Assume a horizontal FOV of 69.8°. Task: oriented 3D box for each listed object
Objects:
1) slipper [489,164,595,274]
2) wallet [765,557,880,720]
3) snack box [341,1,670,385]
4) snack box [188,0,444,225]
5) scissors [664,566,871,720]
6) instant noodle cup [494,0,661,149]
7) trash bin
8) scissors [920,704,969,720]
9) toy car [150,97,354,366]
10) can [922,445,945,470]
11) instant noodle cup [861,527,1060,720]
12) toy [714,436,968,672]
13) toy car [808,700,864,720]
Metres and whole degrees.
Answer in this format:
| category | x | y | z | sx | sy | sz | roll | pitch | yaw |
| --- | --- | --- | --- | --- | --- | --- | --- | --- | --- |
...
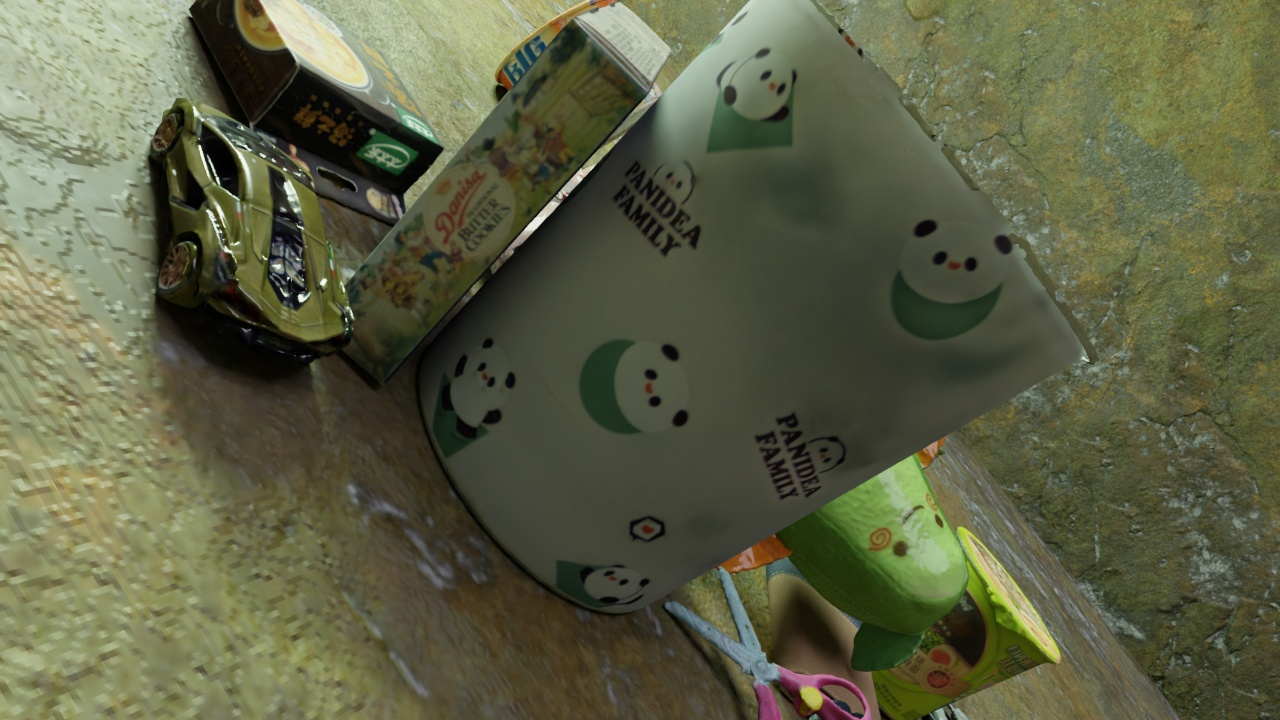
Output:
| category | x | y | z | sx | sy | sz | roll | pitch | yaw |
| --- | --- | --- | --- | --- | --- | --- | --- | --- | --- |
| slipper | -0.065 | -0.117 | 0.663 | 0.114 | 0.055 | 0.274 | 7 | 34 | -21 |
| wallet | 0.120 | 0.191 | 0.605 | 0.090 | 0.033 | 0.115 | 43 | 20 | -16 |
| snack box | -0.064 | -0.093 | 0.459 | 0.046 | 0.183 | 0.177 | 42 | 20 | -13 |
| snack box | -0.178 | -0.148 | 0.520 | 0.125 | 0.053 | 0.113 | 54 | 17 | 26 |
| scissors | 0.065 | 0.176 | 0.494 | 0.133 | 0.017 | 0.118 | 35 | 43 | 1 |
| instant noodle cup | -0.055 | -0.279 | 0.932 | 0.111 | 0.151 | 0.151 | 58 | 17 | -6 |
| trash bin | 0.042 | -0.018 | 0.459 | 0.229 | 0.252 | 0.229 | 45 | 19 | -21 |
| scissors | 0.256 | 0.282 | 0.791 | 0.159 | 0.014 | 0.178 | 51 | 17 | -1 |
| toy car | -0.164 | -0.060 | 0.387 | 0.070 | 0.042 | 0.158 | 29 | 25 | -51 |
| can | 0.151 | 0.088 | 0.692 | 0.058 | 0.147 | 0.058 | 48 | 15 | -18 |
| instant noodle cup | 0.221 | 0.204 | 0.677 | 0.111 | 0.124 | 0.111 | 44 | 17 | -18 |
| toy | 0.123 | 0.070 | 0.597 | 0.246 | 0.226 | 0.090 | 56 | -26 | 16 |
| toy car | 0.126 | 0.239 | 0.518 | 0.090 | 0.034 | 0.043 | 60 | 17 | 22 |
